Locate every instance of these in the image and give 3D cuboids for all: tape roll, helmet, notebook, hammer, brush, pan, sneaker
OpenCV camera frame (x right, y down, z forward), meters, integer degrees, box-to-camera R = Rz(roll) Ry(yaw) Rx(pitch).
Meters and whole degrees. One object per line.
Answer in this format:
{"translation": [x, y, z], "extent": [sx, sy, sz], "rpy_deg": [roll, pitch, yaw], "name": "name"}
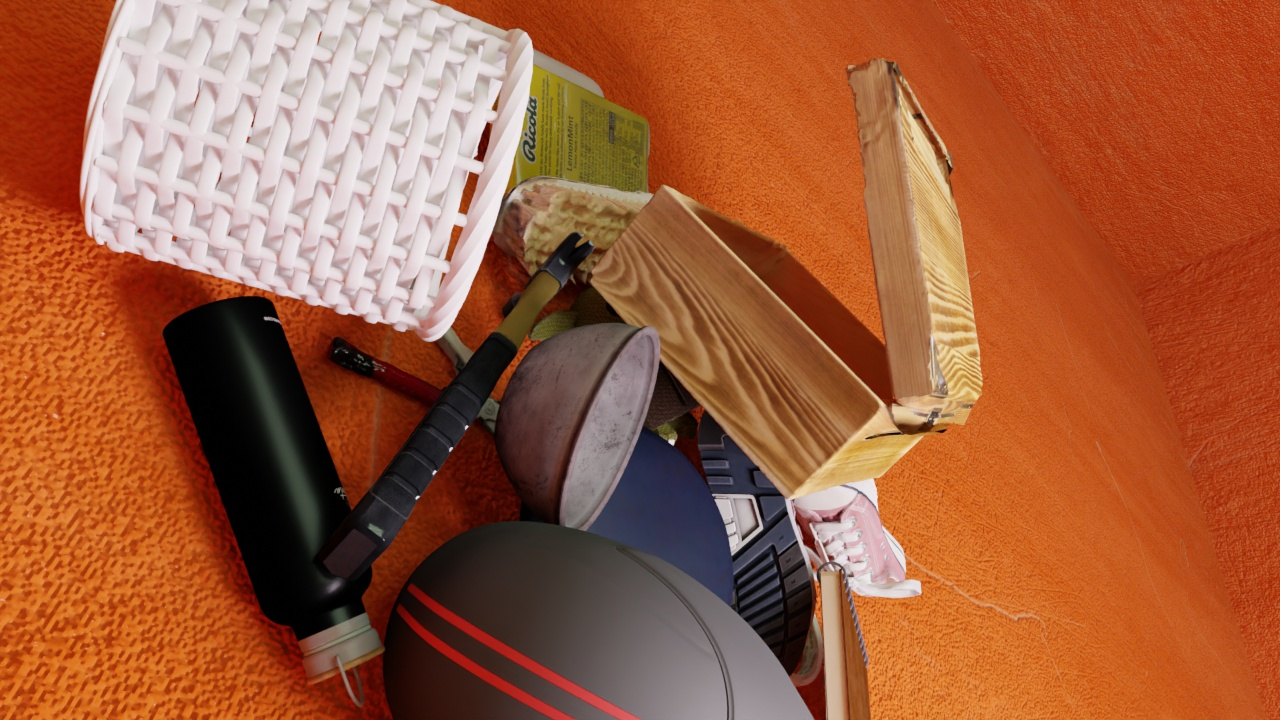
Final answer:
{"translation": [0.133, 0.251, 0.841], "extent": [0.093, 0.018, 0.093], "rpy_deg": [30, 46, -37], "name": "tape roll"}
{"translation": [-0.026, 0.182, 0.496], "extent": [0.164, 0.265, 0.170], "rpy_deg": [-63, 158, -14], "name": "helmet"}
{"translation": [0.179, 0.292, 0.785], "extent": [0.226, 0.024, 0.167], "rpy_deg": [65, 23, -48], "name": "notebook"}
{"translation": [-0.103, 0.009, 0.591], "extent": [0.025, 0.118, 0.332], "rpy_deg": [40, 33, -10], "name": "hammer"}
{"translation": [-0.018, -0.111, 0.830], "extent": [0.270, 0.083, 0.056], "rpy_deg": [1, 29, -49], "name": "brush"}
{"translation": [0.047, 0.197, 0.686], "extent": [0.356, 0.021, 0.198], "rpy_deg": [52, 42, -11], "name": "pan"}
{"translation": [0.203, 0.182, 0.896], "extent": [0.241, 0.118, 0.087], "rpy_deg": [52, 36, -39], "name": "sneaker"}
{"translation": [0.103, 0.146, 0.811], "extent": [0.124, 0.089, 0.240], "rpy_deg": [-16, 99, -80], "name": "sneaker"}

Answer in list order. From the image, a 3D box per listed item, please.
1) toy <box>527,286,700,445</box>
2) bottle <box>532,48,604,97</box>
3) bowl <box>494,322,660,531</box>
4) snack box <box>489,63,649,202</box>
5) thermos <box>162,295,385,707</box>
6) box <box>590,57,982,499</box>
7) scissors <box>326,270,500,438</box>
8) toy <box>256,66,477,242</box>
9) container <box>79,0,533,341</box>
{"translation": [-0.005, 0.004, 0.781], "extent": [0.178, 0.078, 0.152], "rpy_deg": [-21, 84, -52], "name": "toy"}
{"translation": [-0.080, -0.259, 0.886], "extent": [0.195, 0.053, 0.052], "rpy_deg": [11, 59, -48], "name": "bottle"}
{"translation": [-0.046, 0.035, 0.593], "extent": [0.067, 0.145, 0.144], "rpy_deg": [21, 36, 14], "name": "bowl"}
{"translation": [-0.062, -0.188, 0.846], "extent": [0.180, 0.045, 0.121], "rpy_deg": [7, 82, -50], "name": "snack box"}
{"translation": [-0.196, 0.081, 0.510], "extent": [0.061, 0.061, 0.231], "rpy_deg": [-13, 78, -54], "name": "thermos"}
{"translation": [0.181, -0.050, 0.719], "extent": [0.269, 0.264, 0.278], "rpy_deg": [50, 17, 20], "name": "box"}
{"translation": [-0.142, 0.007, 0.665], "extent": [0.194, 0.015, 0.179], "rpy_deg": [3, 65, -51], "name": "scissors"}
{"translation": [-0.181, -0.174, 0.676], "extent": [0.159, 0.084, 0.193], "rpy_deg": [58, 42, -8], "name": "toy"}
{"translation": [-0.180, -0.126, 0.517], "extent": [0.186, 0.190, 0.189], "rpy_deg": [16, 53, -20], "name": "container"}
